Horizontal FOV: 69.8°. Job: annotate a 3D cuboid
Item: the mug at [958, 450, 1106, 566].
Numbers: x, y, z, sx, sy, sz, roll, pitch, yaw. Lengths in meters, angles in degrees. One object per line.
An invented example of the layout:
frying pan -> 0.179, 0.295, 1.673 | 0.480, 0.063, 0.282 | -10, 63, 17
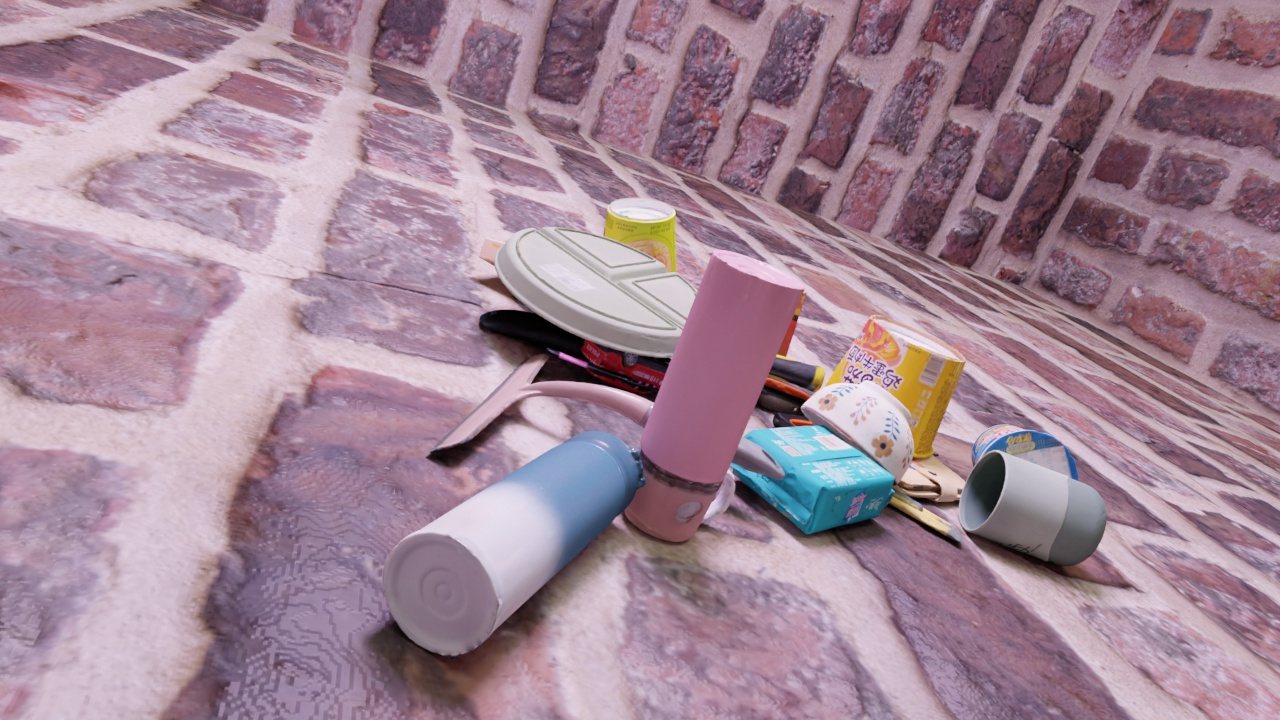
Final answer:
mug -> 0.366, 0.143, 0.872 | 0.106, 0.082, 0.112 | 20, -14, -3

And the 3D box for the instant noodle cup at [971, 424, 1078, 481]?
instant noodle cup -> 0.396, 0.112, 0.972 | 0.099, 0.099, 0.109 | 23, 10, 6

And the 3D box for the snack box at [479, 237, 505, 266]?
snack box -> -0.096, -0.099, 1.039 | 0.157, 0.026, 0.084 | 16, -4, 18

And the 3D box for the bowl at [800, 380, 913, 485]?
bowl -> 0.214, 0.059, 0.866 | 0.113, 0.062, 0.113 | 42, -3, 3

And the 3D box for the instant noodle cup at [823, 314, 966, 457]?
instant noodle cup -> 0.271, 0.022, 0.977 | 0.138, 0.110, 0.138 | 21, 16, -7

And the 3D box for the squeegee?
squeegee -> -0.004, 0.046, 0.727 | 0.249, 0.040, 0.247 | 15, 16, 4

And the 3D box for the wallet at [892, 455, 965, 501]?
wallet -> 0.281, 0.115, 0.931 | 0.115, 0.024, 0.087 | 10, 22, -35

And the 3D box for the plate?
plate -> -0.031, -0.075, 0.910 | 0.230, 0.028, 0.229 | 18, 25, -9

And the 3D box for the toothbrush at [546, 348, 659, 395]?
toothbrush -> -0.006, 0.018, 0.850 | 0.189, 0.018, 0.014 | 22, 7, -31

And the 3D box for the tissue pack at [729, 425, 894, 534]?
tissue pack -> 0.145, 0.099, 0.777 | 0.133, 0.050, 0.093 | 2, 27, -45

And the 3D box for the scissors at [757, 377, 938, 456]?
scissors -> 0.224, 0.078, 0.985 | 0.229, 0.022, 0.189 | 26, 22, 5

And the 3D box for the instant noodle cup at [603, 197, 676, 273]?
instant noodle cup -> -0.004, -0.125, 1.095 | 0.111, 0.124, 0.111 | 3, 29, -2

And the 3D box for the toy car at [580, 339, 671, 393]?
toy car -> -0.005, 0.005, 0.887 | 0.120, 0.045, 0.053 | 17, 18, -38

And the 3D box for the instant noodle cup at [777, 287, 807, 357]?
instant noodle cup -> 0.136, -0.060, 1.134 | 0.138, 0.109, 0.137 | 20, 17, -7

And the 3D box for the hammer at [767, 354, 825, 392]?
hammer -> 0.039, -0.024, 0.971 | 0.323, 0.032, 0.126 | 17, 4, -3

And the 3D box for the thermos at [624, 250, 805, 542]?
thermos -> 0.053, 0.029, 0.632 | 0.087, 0.199, 0.067 | 8, 20, -31

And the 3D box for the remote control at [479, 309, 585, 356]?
remote control -> -0.093, -0.029, 0.921 | 0.136, 0.024, 0.053 | 16, 16, -18

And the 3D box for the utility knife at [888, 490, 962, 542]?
utility knife -> 0.226, 0.125, 0.862 | 0.166, 0.018, 0.030 | 25, 12, 26

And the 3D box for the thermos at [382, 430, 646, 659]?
thermos -> -0.062, 0.094, 0.538 | 0.070, 0.070, 0.220 | 26, 17, 13
